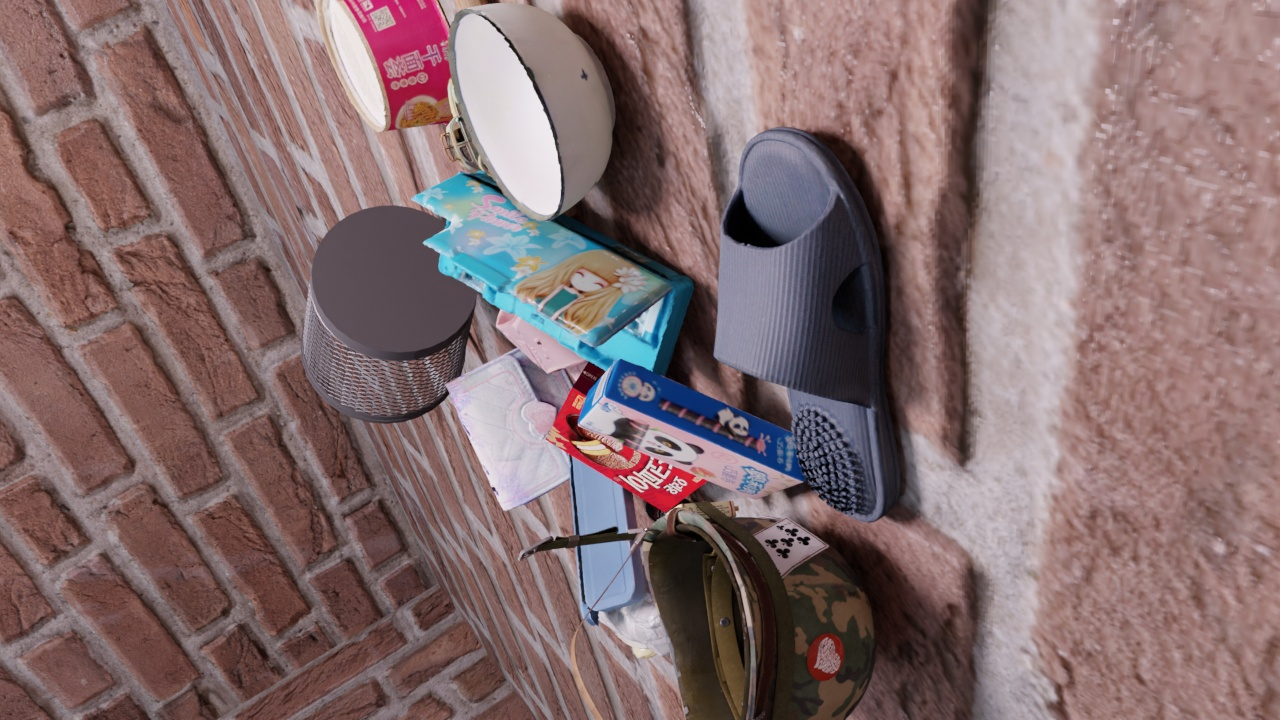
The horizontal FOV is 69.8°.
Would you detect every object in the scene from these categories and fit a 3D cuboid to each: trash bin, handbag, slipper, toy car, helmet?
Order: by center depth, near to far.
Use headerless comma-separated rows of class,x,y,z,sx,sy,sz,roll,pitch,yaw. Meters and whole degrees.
slipper,0.086,-0.002,0.537,0.101,0.082,0.264,31,144,54
helmet,0.049,0.199,0.652,0.225,0.236,0.192,80,176,-60
toy car,-0.159,-0.206,0.839,0.047,0.047,0.112,-139,28,-72
slipper,-0.107,-0.051,0.885,0.239,0.064,0.094,57,156,-5
handbag,0.028,0.249,0.929,0.123,0.112,0.172,55,159,-11
handbag,-0.127,0.069,1.012,0.069,0.126,0.158,-11,105,64
trash bin,-0.315,-0.057,1.158,0.217,0.217,0.228,57,154,8

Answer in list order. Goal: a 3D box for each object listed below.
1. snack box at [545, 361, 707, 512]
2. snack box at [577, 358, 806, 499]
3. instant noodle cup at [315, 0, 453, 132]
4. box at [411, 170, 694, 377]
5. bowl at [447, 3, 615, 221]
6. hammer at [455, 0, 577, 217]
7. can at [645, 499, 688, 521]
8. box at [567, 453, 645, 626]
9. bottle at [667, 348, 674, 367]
snack box,-0.007,0.069,0.801,0.132,0.035,0.152,31,155,-1
snack box,0.037,0.053,0.661,0.154,0.033,0.088,23,159,-8
instant noodle cup,-0.247,-0.299,0.888,0.178,0.077,0.179,46,154,30
box,-0.089,-0.061,0.695,0.227,0.116,0.097,30,117,25
bowl,-0.070,-0.184,0.658,0.153,0.072,0.154,45,153,31
hammer,-0.125,-0.256,0.741,0.132,0.040,0.305,9,125,59
can,0.037,0.150,0.886,0.081,0.031,0.031,16,131,60
box,-0.047,0.150,0.909,0.122,0.047,0.209,-47,44,52
bottle,-0.005,0.005,0.781,0.047,0.046,0.113,56,157,10
